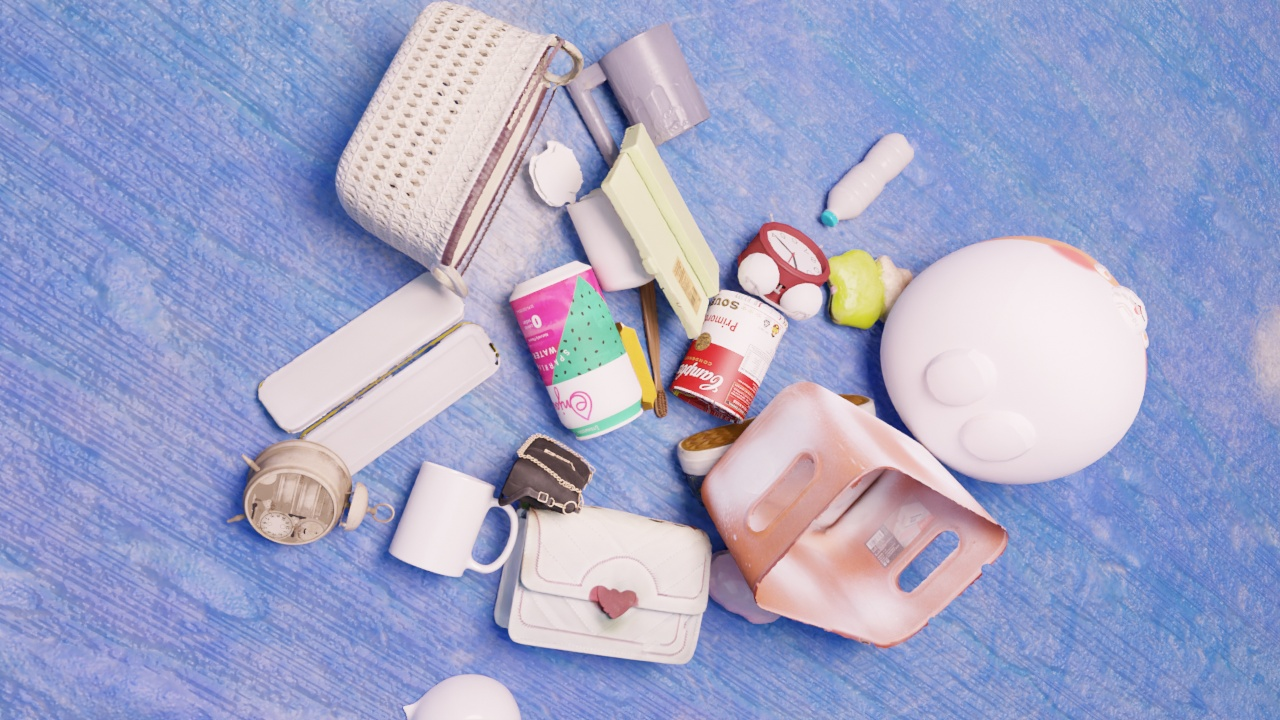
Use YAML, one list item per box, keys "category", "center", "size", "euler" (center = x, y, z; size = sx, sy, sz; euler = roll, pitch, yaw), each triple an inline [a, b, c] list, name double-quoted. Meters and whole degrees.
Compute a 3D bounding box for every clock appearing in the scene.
- category: "clock"
  center: [0.153, -0.096, 0.982]
  size: [0.096, 0.048, 0.137]
  euler: [30, 38, -8]
- category: "clock"
  center: [-0.297, 0.129, 0.839]
  size: [0.140, 0.054, 0.093]
  euler: [15, 111, -14]

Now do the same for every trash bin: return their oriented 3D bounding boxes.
- category: "trash bin"
  center: [0.207, 0.153, 0.919]
  size: [0.259, 0.157, 0.182]
  euler: [26, 111, -37]

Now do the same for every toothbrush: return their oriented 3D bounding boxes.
- category: "toothbrush"
  center: [0.014, -0.021, 0.985]
  size: [0.016, 0.016, 0.167]
  euler: [-7, 91, -20]

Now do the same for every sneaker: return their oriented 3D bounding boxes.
- category: "sneaker"
  center: [0.156, 0.098, 0.998]
  size: [0.235, 0.087, 0.079]
  euler: [-16, 105, -17]

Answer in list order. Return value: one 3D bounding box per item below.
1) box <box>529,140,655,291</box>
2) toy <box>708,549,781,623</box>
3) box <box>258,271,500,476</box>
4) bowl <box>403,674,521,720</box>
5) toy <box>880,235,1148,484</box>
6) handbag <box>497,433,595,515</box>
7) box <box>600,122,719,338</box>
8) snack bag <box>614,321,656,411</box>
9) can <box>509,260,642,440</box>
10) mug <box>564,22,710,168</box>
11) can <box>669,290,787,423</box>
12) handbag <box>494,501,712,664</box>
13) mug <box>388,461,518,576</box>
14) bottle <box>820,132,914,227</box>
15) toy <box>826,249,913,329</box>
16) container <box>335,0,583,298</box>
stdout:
- category: "box"
  center: [-0.042, -0.152, 0.929]
  size: [0.084, 0.095, 0.165]
  euler: [-36, 111, -37]
- category: "toy"
  center: [0.123, 0.229, 1.001]
  size: [0.108, 0.053, 0.105]
  euler: [36, 67, -14]
- category: "box"
  center: [-0.248, 0.014, 0.887]
  size: [0.209, 0.045, 0.128]
  euler: [-37, 97, -15]
- category: "bowl"
  center: [-0.169, 0.372, 0.898]
  size: [0.114, 0.051, 0.114]
  euler: [0, 89, -19]
- category: "toy"
  center: [0.409, -0.010, 0.991]
  size: [0.279, 0.267, 0.263]
  euler: [-37, 95, -40]
- category: "handbag"
  center: [-0.087, 0.116, 0.895]
  size: [0.079, 0.128, 0.054]
  euler: [26, 103, -1]
- category: "box"
  center: [0.026, -0.130, 0.915]
  size: [0.030, 0.138, 0.187]
  euler: [-19, 120, 23]
- category: "snack bag"
  center: [-0.006, 0.006, 0.972]
  size: [0.020, 0.026, 0.099]
  euler: [-21, 95, -24]
- category: "can"
  center: [-0.063, -0.011, 0.920]
  size: [0.088, 0.088, 0.166]
  euler: [-25, 97, -18]
- category: "mug"
  center: [-0.002, -0.273, 0.956]
  size: [0.124, 0.083, 0.104]
  euler: [-27, 100, 7]
- category: "can"
  center: [0.094, -0.004, 0.974]
  size: [0.086, 0.087, 0.116]
  euler: [28, 81, -16]
- category: "handbag"
  center: [-0.034, 0.220, 0.923]
  size: [0.198, 0.096, 0.142]
  euler: [12, 84, -16]
- category: "mug"
  center: [-0.173, 0.158, 0.885]
  size: [0.110, 0.074, 0.090]
  euler: [21, 82, -8]
- category: "bottle"
  center: [0.257, -0.205, 1.054]
  size: [0.136, 0.044, 0.044]
  euler: [-45, 103, -14]
- category: "toy"
  center: [0.265, -0.083, 1.056]
  size: [0.117, 0.043, 0.092]
  euler: [-7, 89, -21]
- category: "container"
  center: [-0.169, -0.200, 0.844]
  size: [0.143, 0.185, 0.251]
  euler: [26, 82, -8]
